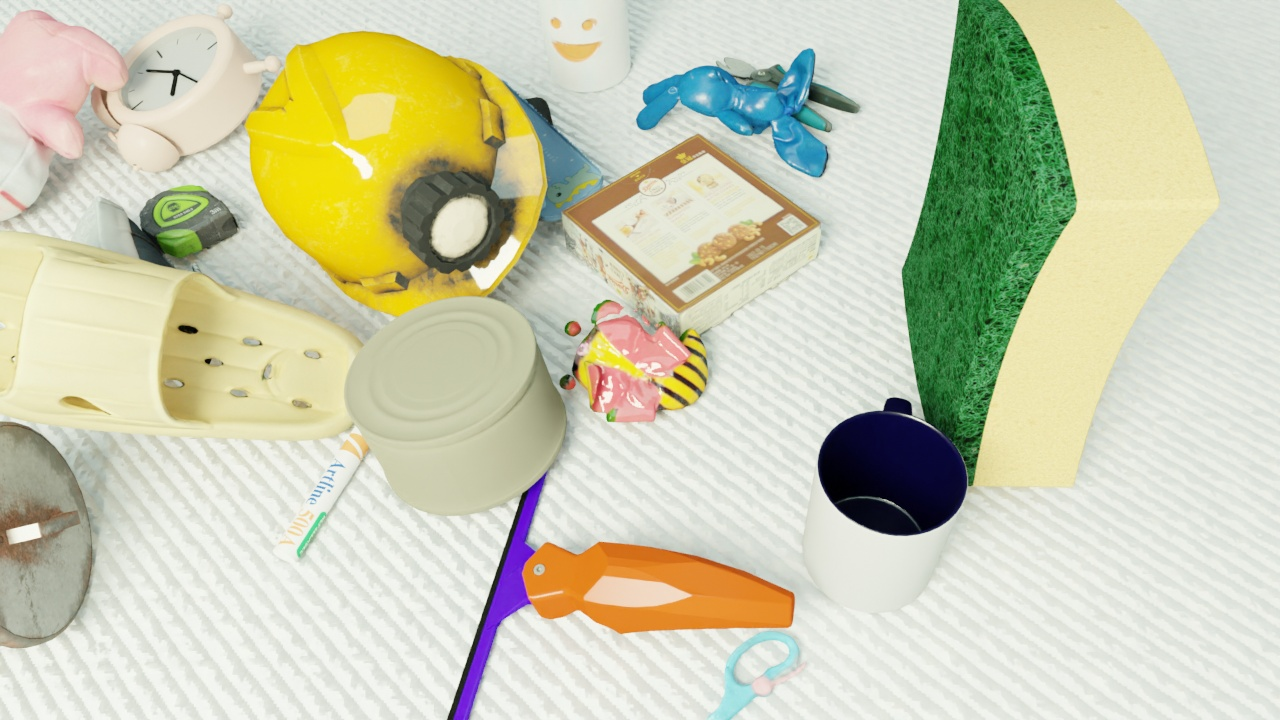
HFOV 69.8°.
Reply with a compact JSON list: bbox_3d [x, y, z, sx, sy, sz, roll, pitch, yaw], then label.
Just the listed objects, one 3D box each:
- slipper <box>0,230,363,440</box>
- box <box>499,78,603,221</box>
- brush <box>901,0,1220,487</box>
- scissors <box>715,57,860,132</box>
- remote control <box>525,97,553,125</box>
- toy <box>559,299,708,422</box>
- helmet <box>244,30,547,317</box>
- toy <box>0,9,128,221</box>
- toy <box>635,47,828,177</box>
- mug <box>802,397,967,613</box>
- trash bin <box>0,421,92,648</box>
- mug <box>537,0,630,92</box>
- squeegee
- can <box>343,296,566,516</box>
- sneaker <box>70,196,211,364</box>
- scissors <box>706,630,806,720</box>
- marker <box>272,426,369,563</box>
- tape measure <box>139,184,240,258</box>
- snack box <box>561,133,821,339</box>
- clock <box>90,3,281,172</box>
[{"bbox_3d":[-0.289,-0.003,0.564,0.261,0.079,0.111,14,86,-31],"label":"slipper"},{"bbox_3d":[-0.109,-0.198,0.774,0.078,0.073,0.210,-28,48,-15],"label":"box"},{"bbox_3d":[0.222,-0.067,0.540,0.075,0.251,0.194,0,48,4],"label":"brush"},{"bbox_3d":[0.135,-0.248,0.837,0.150,0.019,0.130,-2,50,4],"label":"scissors"},{"bbox_3d":[-0.087,-0.180,0.803,0.033,0.015,0.146,-11,52,-4],"label":"remote control"},{"bbox_3d":[-0.004,0.004,0.631,0.103,0.046,0.084,6,70,-1],"label":"toy"},{"bbox_3d":[-0.203,-0.153,0.666,0.255,0.131,0.205,38,97,33],"label":"helmet"},{"bbox_3d":[-0.546,-0.201,0.791,0.142,0.084,0.213,25,80,30],"label":"toy"},{"bbox_3d":[0.082,-0.225,0.794,0.176,0.071,0.112,12,65,13],"label":"toy"},{"bbox_3d":[0.140,0.075,0.532,0.079,0.097,0.111,11,54,13],"label":"mug"},{"bbox_3d":[-0.439,0.117,0.526,0.211,0.131,0.130,-13,52,-4],"label":"trash bin"},{"bbox_3d":[-0.052,-0.316,0.849,0.082,0.105,0.082,-2,51,3],"label":"mug"},{"bbox_3d":[-0.005,0.131,0.526,0.185,0.055,0.248,3,52,17],"label":"squeegee"},{"bbox_3d":[-0.118,0.027,0.595,0.128,0.073,0.127,-7,46,8],"label":"can"},{"bbox_3d":[-0.374,-0.055,0.685,0.235,0.087,0.089,37,101,47],"label":"sneaker"},{"bbox_3d":[0.052,0.213,0.489,0.138,0.015,0.120,-39,57,-16],"label":"scissors"},{"bbox_3d":[-0.198,0.069,0.615,0.017,0.017,0.145,15,55,15],"label":"marker"},{"bbox_3d":[-0.378,-0.114,0.763,0.065,0.036,0.058,-35,66,-25],"label":"tape measure"},{"bbox_3d":[0.038,-0.098,0.712,0.143,0.041,0.147,-34,57,-20],"label":"snack box"},{"bbox_3d":[-0.418,-0.247,0.853,0.160,0.086,0.131,-38,58,-12],"label":"clock"}]
